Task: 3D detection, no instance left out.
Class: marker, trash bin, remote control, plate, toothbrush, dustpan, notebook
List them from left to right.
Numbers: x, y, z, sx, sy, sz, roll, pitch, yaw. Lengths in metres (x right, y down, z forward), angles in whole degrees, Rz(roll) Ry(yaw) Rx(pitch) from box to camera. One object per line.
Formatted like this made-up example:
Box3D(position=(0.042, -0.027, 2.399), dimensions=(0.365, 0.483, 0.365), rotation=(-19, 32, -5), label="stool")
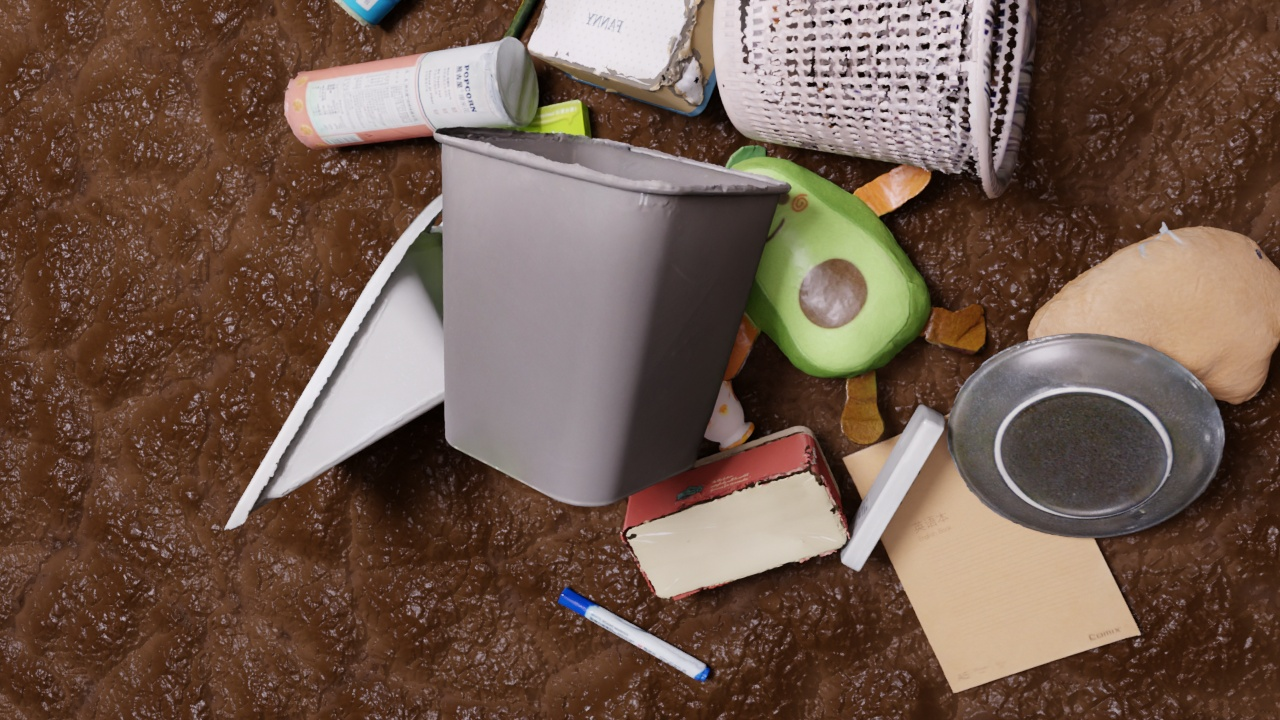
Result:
Box3D(position=(-0.223, -0.015, 0.749), dimensions=(0.258, 0.222, 0.142), rotation=(-29, 98, 4), label="dustpan")
Box3D(position=(-0.128, -0.264, 0.807), dimensions=(0.017, 0.012, 0.186), rotation=(36, 102, 21), label="toothbrush")
Box3D(position=(-0.033, -0.038, 0.643), dimensions=(0.199, 0.198, 0.220), rotation=(22, 111, 32), label="trash bin")
Box3D(position=(-0.006, 0.241, 0.807), dimensions=(0.146, 0.017, 0.017), rotation=(26, 100, 12), label="marker")
Box3D(position=(0.165, -0.232, 0.642), dimensions=(0.192, 0.227, 0.227), rotation=(8, 96, 27), label="trash bin")
Box3D(position=(0.195, 0.098, 0.714), dimensions=(0.019, 0.056, 0.135), rotation=(28, 104, 7), label="remote control")
Box3D(position=(0.275, 0.145, 0.731), dimensions=(0.150, 0.012, 0.211), rotation=(-26, 87, 16), label="notebook")
Box3D(position=(0.313, 0.063, 0.655), dimensions=(0.179, 0.024, 0.180), rotation=(11, 123, 17), label="plate")

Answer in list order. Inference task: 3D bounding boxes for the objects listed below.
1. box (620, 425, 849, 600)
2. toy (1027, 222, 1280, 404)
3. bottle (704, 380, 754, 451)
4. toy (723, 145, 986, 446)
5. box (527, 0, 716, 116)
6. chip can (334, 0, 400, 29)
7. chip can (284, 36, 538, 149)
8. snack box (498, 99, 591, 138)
Box3D(position=(0.075, 0.130, 0.733), dimensions=(0.168, 0.080, 0.091), rotation=(-21, 114, 16), label="box")
Box3D(position=(0.394, -0.030, 0.656), dimensions=(0.226, 0.082, 0.143), rotation=(-24, 108, 13), label="toy")
Box3D(position=(0.047, 0.026, 0.756), dimensions=(0.063, 0.063, 0.108), rotation=(-39, 99, 14), label="bottle")
Box3D(position=(0.143, -0.062, 0.711), dimensions=(0.227, 0.090, 0.246), rotation=(-45, 86, 4), label="toy")
Box3D(position=(-0.014, -0.256, 0.720), dimensions=(0.184, 0.061, 0.090), rotation=(34, 104, 42), label="box")
Box3D(position=(-0.182, -0.383, 0.783), dimensions=(0.210, 0.071, 0.071), rotation=(-39, 84, 14), label="chip can")
Box3D(position=(-0.198, -0.224, 0.783), dimensions=(0.215, 0.071, 0.071), rotation=(-1, 94, 22), label="chip can")
Box3D(position=(-0.079, -0.139, 0.795), dimensions=(0.086, 0.026, 0.156), rotation=(-7, 92, 15), label="snack box")
